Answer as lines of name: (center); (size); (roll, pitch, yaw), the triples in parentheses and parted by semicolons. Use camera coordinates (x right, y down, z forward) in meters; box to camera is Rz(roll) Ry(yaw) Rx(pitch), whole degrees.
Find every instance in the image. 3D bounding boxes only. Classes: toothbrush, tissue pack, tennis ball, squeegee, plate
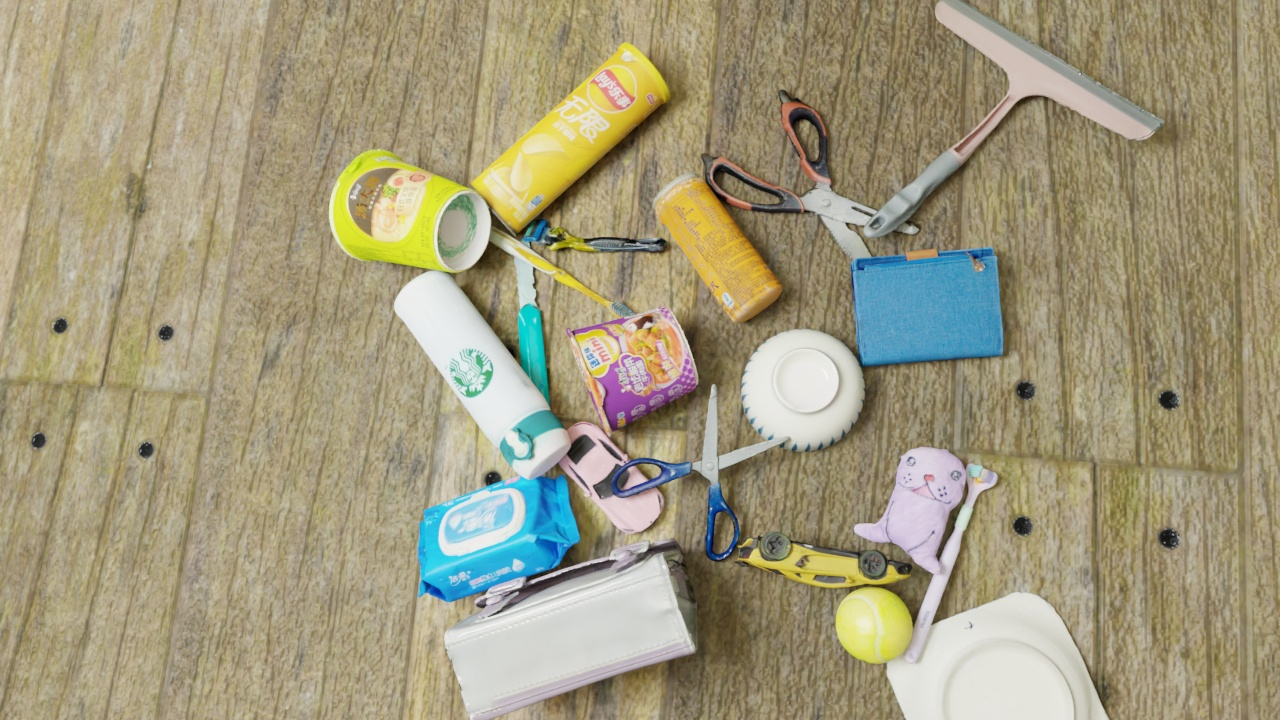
toothbrush: (-0.085, -0.089, 0.918); (0.191, 0.018, 0.016); (32, 74, 6)
toothbrush: (0.276, 0.183, 0.825); (0.029, 0.021, 0.189); (22, 80, 17)
tissue pack: (-0.135, 0.159, 0.852); (0.157, 0.052, 0.094); (-19, 39, 3)
tennis ball: (0.205, 0.233, 0.808); (0.065, 0.065, 0.065); (-1, 80, 7)
squeegee: (0.304, -0.201, 0.881); (0.249, 0.040, 0.247); (-44, 67, -3)
plate: (0.316, 0.300, 0.799); (0.164, 0.034, 0.163); (-23, 78, 3)

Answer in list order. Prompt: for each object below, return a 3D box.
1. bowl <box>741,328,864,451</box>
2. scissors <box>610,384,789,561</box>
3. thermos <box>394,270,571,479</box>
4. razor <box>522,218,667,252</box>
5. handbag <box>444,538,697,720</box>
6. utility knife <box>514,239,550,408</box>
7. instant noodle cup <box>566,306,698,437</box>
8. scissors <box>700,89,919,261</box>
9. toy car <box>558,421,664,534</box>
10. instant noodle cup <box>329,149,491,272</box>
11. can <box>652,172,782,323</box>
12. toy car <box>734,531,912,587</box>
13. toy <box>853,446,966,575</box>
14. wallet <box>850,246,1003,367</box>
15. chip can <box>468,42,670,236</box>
bowl: (0.151, 0.024, 0.850); (0.116, 0.066, 0.116); (-1, 80, 7)
scissors: (0.054, 0.105, 0.843); (0.162, 0.012, 0.173); (1, 104, 2)
thermos: (-0.149, 0.014, 0.873); (0.073, 0.073, 0.224); (-39, 70, -1)
razor: (-0.044, -0.119, 0.923); (0.143, 0.022, 0.042); (6, 37, 5)
handbag: (-0.052, 0.225, 0.801); (0.197, 0.145, 0.098); (-19, 83, 4)
utility knife: (-0.107, -0.016, 0.917); (0.029, 0.013, 0.222); (-7, 79, 3)
instant noodle cup: (-0.005, 0.005, 0.858); (0.099, 0.112, 0.111); (-20, 78, -6)
scissors: (0.164, -0.169, 0.905); (0.189, 0.015, 0.226); (-14, 79, 1)
toy car: (-0.030, 0.111, 0.875); (0.056, 0.037, 0.122); (-45, 79, 0)
instant noodle cup: (-0.214, -0.137, 0.884); (0.123, 0.111, 0.111); (18, 83, 28)
can: (0.074, -0.109, 0.886); (0.058, 0.058, 0.146); (-34, 78, 0)
toy car: (0.163, 0.181, 0.819); (0.156, 0.071, 0.041); (8, 80, 8)
toy: (0.252, 0.128, 0.834); (0.084, 0.039, 0.108); (23, 85, 22)
wallet: (0.268, -0.051, 0.862); (0.133, 0.040, 0.106); (-5, 89, 5)
chip can: (-0.070, -0.220, 0.918); (0.213, 0.072, 0.072); (-43, 78, 0)
